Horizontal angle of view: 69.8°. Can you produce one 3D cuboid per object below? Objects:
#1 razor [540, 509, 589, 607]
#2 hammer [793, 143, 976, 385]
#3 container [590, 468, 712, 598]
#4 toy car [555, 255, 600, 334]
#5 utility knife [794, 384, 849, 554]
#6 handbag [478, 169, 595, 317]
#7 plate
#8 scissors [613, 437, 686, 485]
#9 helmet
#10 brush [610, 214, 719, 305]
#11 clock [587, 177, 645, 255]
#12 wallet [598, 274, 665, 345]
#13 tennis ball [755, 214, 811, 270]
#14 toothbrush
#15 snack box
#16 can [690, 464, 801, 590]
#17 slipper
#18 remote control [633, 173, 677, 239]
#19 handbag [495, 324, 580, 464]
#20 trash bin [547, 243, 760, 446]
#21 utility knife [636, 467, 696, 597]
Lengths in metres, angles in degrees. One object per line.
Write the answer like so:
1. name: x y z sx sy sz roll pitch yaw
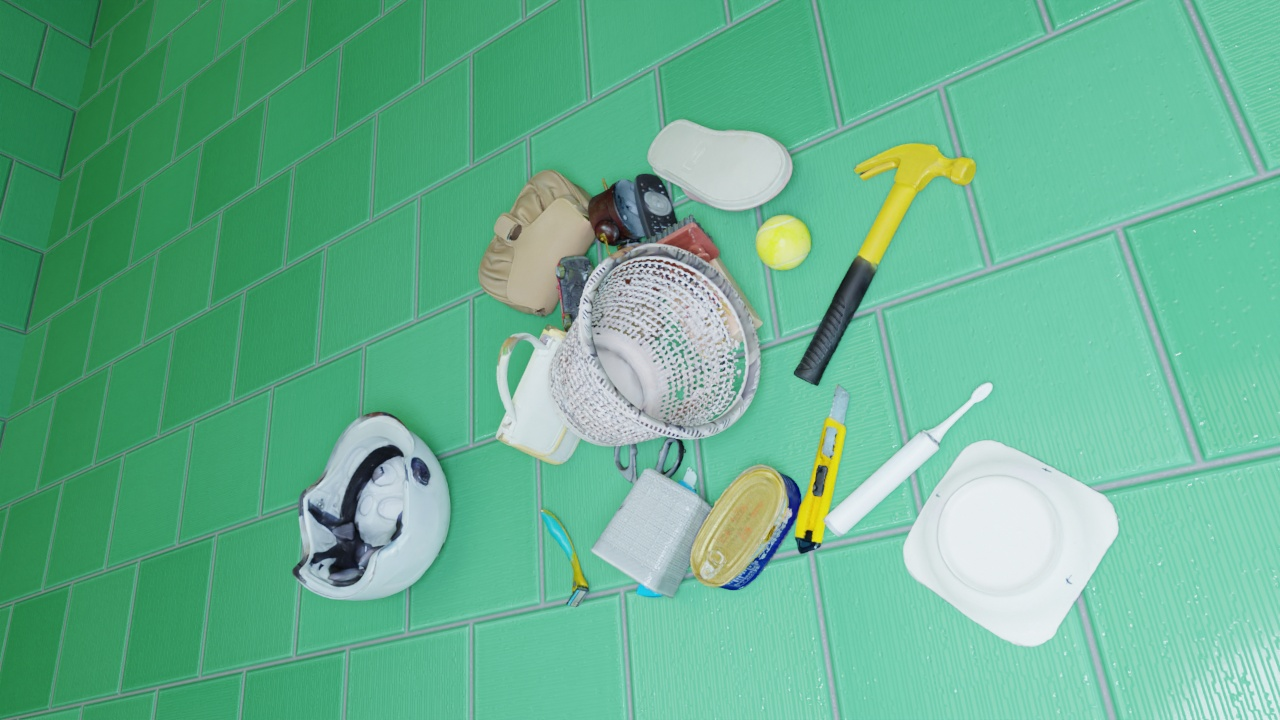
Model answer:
1. razor: -0.097 0.244 1.163 0.132 0.028 0.043 61 141 33
2. hammer: 0.255 -0.111 1.040 0.129 0.032 0.300 27 89 40
3. container: 0.019 0.194 1.039 0.090 0.090 0.114 27 81 26
4. toy car: -0.087 -0.084 1.258 0.045 0.053 0.120 155 110 -73
5. utility knife: 0.199 0.117 1.002 0.033 0.015 0.192 7 76 35
6. handbag: -0.147 -0.168 1.317 0.148 0.099 0.204 37 100 38
7. plate: 0.340 0.166 0.867 0.164 0.034 0.164 32 93 40
8. scissors: 0.002 0.166 1.133 0.160 0.014 0.178 -42 55 19
9. helmet: -0.355 0.216 1.290 0.230 0.146 0.258 -23 52 26
10. brush: 0.023 -0.119 1.157 0.146 0.063 0.069 -25 45 26
11. clock: -0.028 -0.189 1.249 0.055 0.082 0.121 -18 60 35
12. wallet: -0.013 -0.070 1.224 0.090 0.033 0.115 -29 58 28
13. tennis ball: 0.170 -0.140 1.093 0.066 0.065 0.065 -14 64 32
14. toothbrush: 0.276 0.100 0.944 0.027 0.026 0.221 44 103 0
15. snack box: 0.082 -0.078 1.159 0.085 0.026 0.157 -41 53 17
16. can: 0.117 0.186 1.014 0.074 0.049 0.148 36 95 40
17. slipper: 0.102 -0.252 1.193 0.114 0.054 0.274 -57 39 0
18. remote control: 0.022 -0.191 1.233 0.024 0.053 0.136 -50 49 54
19. handbag: -0.125 0.039 1.168 0.063 0.178 0.163 20 83 34
20. trash bin: -0.006 0.006 1.068 0.193 0.227 0.227 -36 49 54
21. utility knife: 0.036 0.204 1.087 0.034 0.018 0.161 13 79 40
